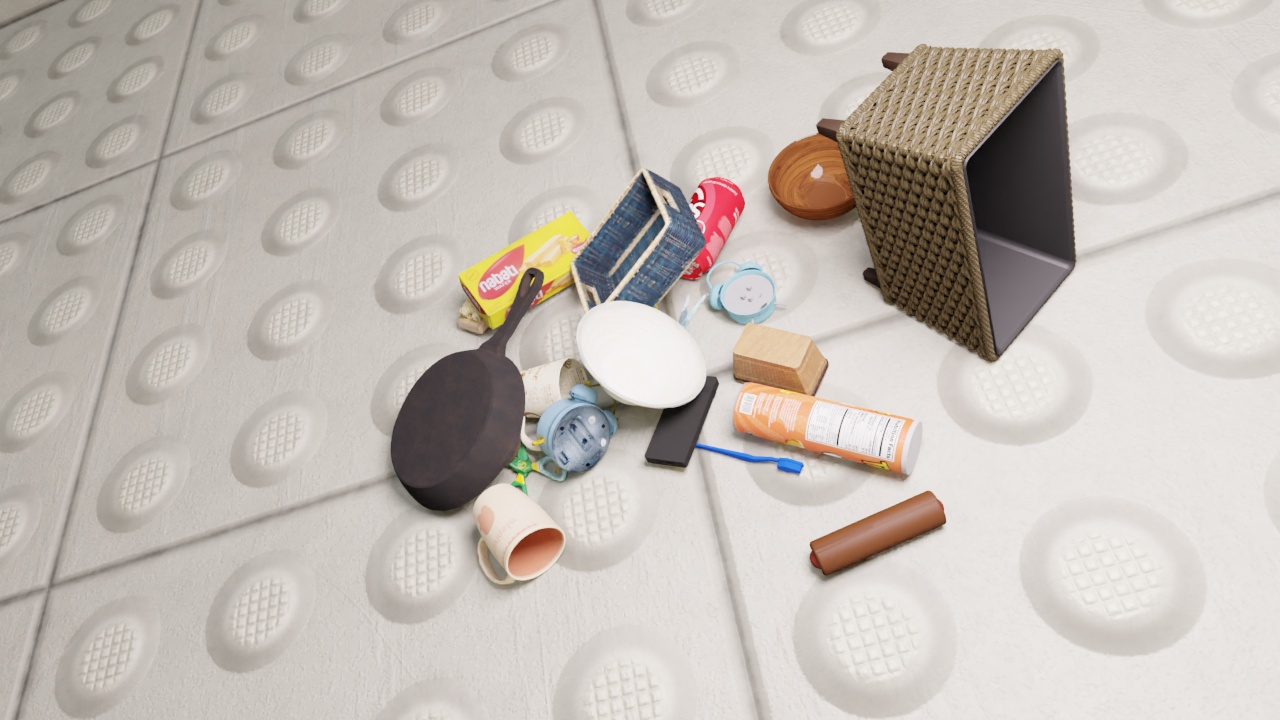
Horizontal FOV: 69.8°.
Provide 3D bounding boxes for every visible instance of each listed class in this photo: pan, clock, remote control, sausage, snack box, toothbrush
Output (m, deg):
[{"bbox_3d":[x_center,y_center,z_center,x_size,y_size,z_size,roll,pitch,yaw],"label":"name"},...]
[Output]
[{"bbox_3d":[-0.225,0.026,1.235,0.249,0.043,0.355,16,77,44],"label":"pan"},{"bbox_3d":[-0.077,0.083,1.170,0.124,0.089,0.052,-46,35,-17],"label":"clock"},{"bbox_3d":[0.136,-0.096,1.241,0.087,0.042,0.123,-37,53,-6],"label":"clock"},{"bbox_3d":[0.053,0.074,1.164,0.058,0.013,0.133,5,54,29],"label":"remote control"},{"bbox_3d":[0.256,0.187,0.995,0.155,0.040,0.040,-24,51,2],"label":"sausage"},{"bbox_3d":[-0.160,-0.135,1.356,0.200,0.042,0.092,-32,64,-14],"label":"snack box"},{"bbox_3d":[0.109,0.114,1.122,0.187,0.016,0.011,9,60,29],"label":"toothbrush"}]

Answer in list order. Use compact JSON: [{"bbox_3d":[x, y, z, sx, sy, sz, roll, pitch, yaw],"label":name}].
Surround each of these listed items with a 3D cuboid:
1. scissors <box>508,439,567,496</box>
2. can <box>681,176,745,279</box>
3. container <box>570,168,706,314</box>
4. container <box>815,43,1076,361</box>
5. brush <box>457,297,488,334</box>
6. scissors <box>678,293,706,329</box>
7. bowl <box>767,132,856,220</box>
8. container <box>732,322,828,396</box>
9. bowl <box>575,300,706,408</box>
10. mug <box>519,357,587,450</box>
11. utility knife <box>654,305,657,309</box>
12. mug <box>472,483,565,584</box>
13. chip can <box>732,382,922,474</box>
[{"bbox_3d":[-0.146,0.137,1.209,0.119,0.012,0.128,-18,53,8],"label":"scissors"},{"bbox_3d":[0.091,-0.190,1.304,0.074,0.074,0.142,15,63,30],"label":"can"},{"bbox_3d":[-0.006,-0.145,1.254,0.188,0.071,0.145,-50,38,27],"label":"container"},{"bbox_3d":[0.350,-0.189,1.054,0.176,0.321,0.205,-46,47,-13],"label":"container"},{"bbox_3d":[-0.230,-0.096,1.390,0.049,0.039,0.117,19,62,32],"label":"brush"},{"bbox_3d":[0.045,-0.047,1.262,0.086,0.015,0.134,-2,55,23],"label":"scissors"},{"bbox_3d":[0.256,-0.243,1.278,0.147,0.069,0.147,-10,53,14],"label":"bowl"},{"bbox_3d":[0.170,-0.002,1.148,0.114,0.061,0.063,15,63,30],"label":"container"},{"bbox_3d":[-0.007,0.007,1.175,0.176,0.058,0.176,15,45,-15],"label":"bowl"},{"bbox_3d":[-0.131,0.062,1.226,0.097,0.081,0.121,-8,70,25],"label":"mug"},{"bbox_3d":[0.016,-0.125,1.320,0.020,0.029,0.170,-5,53,12],"label":"utility knife"},{"bbox_3d":[-0.161,0.217,1.124,0.104,0.085,0.111,41,108,39],"label":"mug"},{"bbox_3d":[0.216,0.077,1.073,0.211,0.062,0.062,13,62,29],"label":"chip can"}]
